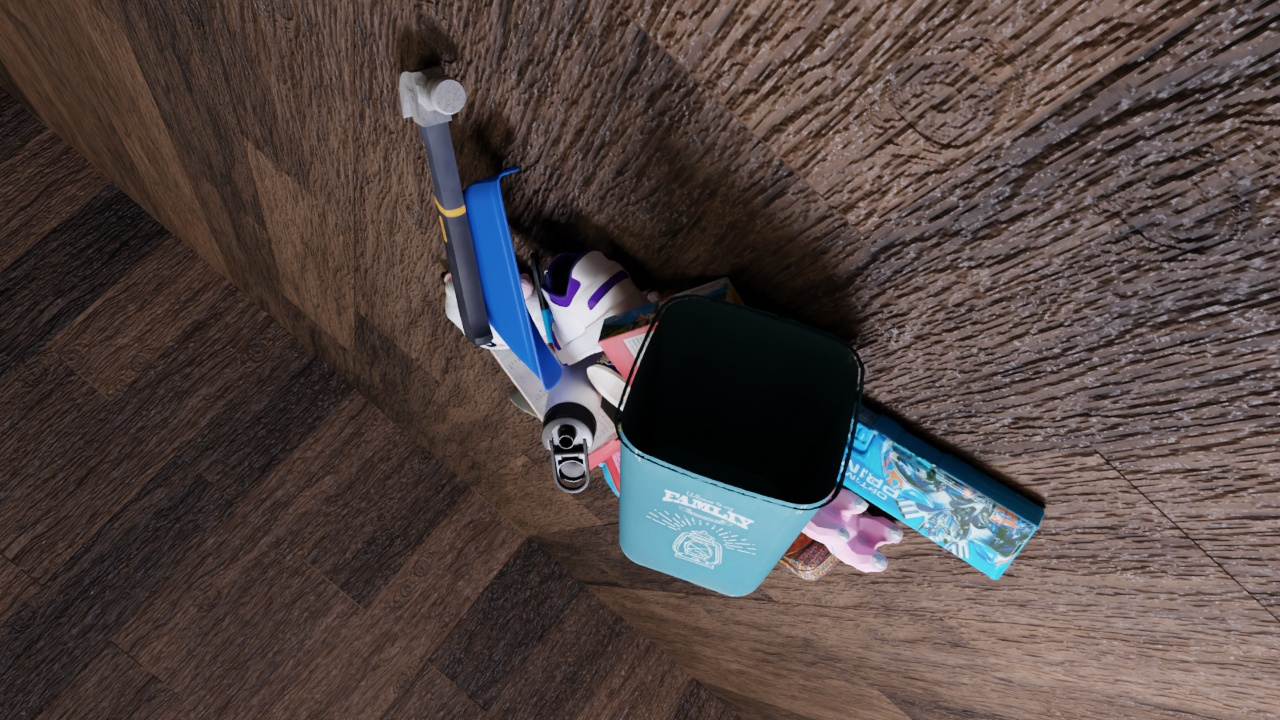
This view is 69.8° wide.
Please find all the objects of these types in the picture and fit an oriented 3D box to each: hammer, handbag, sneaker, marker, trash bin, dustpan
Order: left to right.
[{"bbox_3d":[-0.200,-0.156,0.986,0.139,0.035,0.313,38,142,50],"label":"hammer"},{"bbox_3d":[-0.169,-0.121,1.059,0.258,0.059,0.246,29,136,51],"label":"dustpan"},{"bbox_3d":[-0.121,-0.078,1.153,0.015,0.018,0.123,0,119,18],"label":"marker"},{"bbox_3d":[-0.074,-0.067,1.057,0.111,0.091,0.245,51,160,-10],"label":"sneaker"},{"bbox_3d":[0.076,0.093,0.860,0.196,0.198,0.219,18,141,7],"label":"trash bin"},{"bbox_3d":[0.181,0.210,1.195,0.196,0.093,0.043,23,149,49],"label":"handbag"}]

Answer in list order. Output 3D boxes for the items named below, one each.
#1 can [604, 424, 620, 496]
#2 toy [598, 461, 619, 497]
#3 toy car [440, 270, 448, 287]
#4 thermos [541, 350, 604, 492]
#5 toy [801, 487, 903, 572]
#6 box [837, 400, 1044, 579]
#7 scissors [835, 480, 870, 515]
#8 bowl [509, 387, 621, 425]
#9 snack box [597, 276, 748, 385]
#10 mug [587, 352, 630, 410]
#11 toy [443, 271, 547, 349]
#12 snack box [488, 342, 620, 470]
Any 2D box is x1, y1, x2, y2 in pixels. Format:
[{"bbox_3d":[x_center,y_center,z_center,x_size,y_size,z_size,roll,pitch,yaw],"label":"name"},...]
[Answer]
[{"bbox_3d":[-0.010,0.148,1.264,0.124,0.066,0.067,68,158,0],"label":"can"},{"bbox_3d":[0.030,0.169,1.371,0.224,0.098,0.192,36,150,-12],"label":"toy"},{"bbox_3d":[-0.265,-0.103,1.381,0.091,0.036,0.042,44,160,19],"label":"toy car"},{"bbox_3d":[-0.079,0.055,1.136,0.068,0.229,0.101,-4,118,4],"label":"thermos"},{"bbox_3d":[0.222,0.189,1.080,0.123,0.067,0.158,38,165,-19],"label":"toy"},{"bbox_3d":[0.256,0.135,0.924,0.243,0.060,0.176,32,154,20],"label":"box"},{"bbox_3d":[0.228,0.146,1.086,0.083,0.016,0.135,12,151,45],"label":"scissors"},{"bbox_3d":[-0.101,0.036,1.328,0.174,0.068,0.174,13,-164,-4],"label":"bowl"},{"bbox_3d":[0.054,-0.002,0.932,0.145,0.040,0.142,-17,128,26],"label":"snack box"},{"bbox_3d":[-0.006,0.006,1.082,0.085,0.089,0.112,44,159,-12],"label":"mug"},{"bbox_3d":[-0.172,-0.071,1.220,0.180,0.101,0.139,9,135,20],"label":"toy"},{"bbox_3d":[-0.125,0.034,1.258,0.273,0.076,0.044,49,165,29],"label":"snack box"}]
